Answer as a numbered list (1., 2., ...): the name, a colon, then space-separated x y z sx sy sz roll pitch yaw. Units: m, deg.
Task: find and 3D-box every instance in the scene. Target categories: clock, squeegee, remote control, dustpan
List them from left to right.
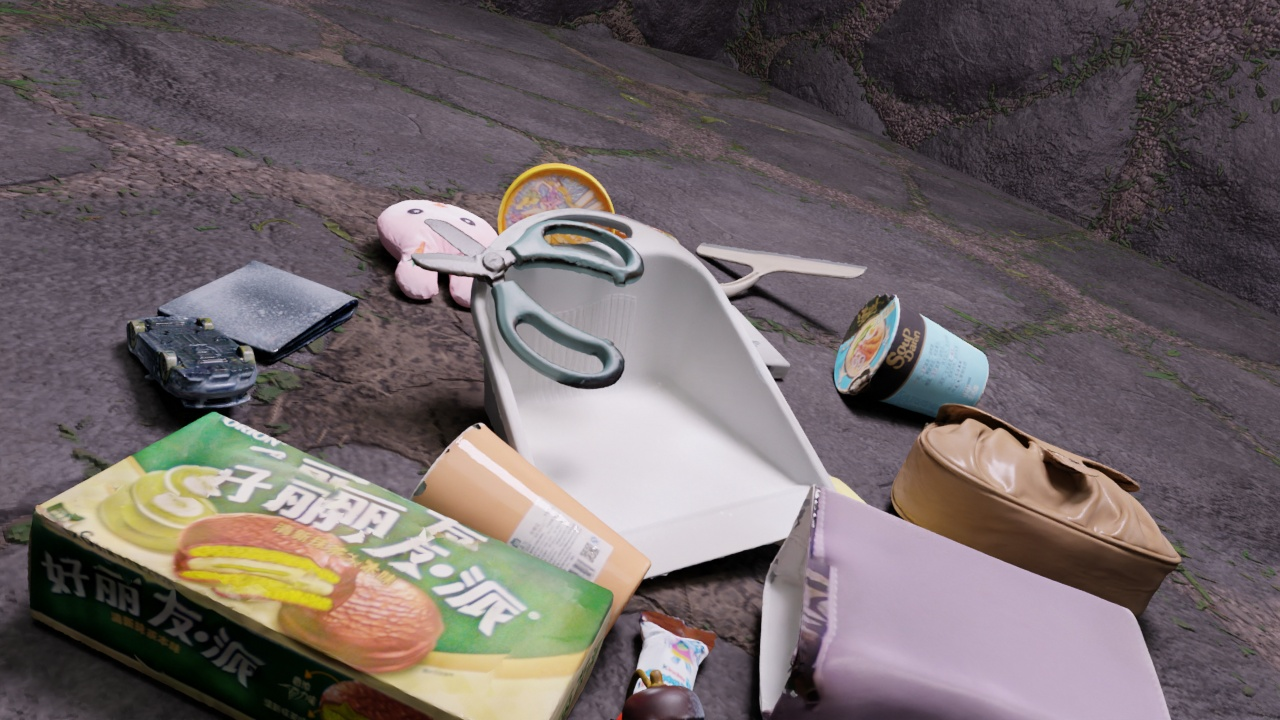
1. dustpan: -0.004 0.004 0.638 0.222 0.143 0.258 -9 32 -30
2. clock: 0.011 0.182 0.370 0.055 0.082 0.121 4 34 -16
3. squeegee: 0.083 -0.086 1.036 0.247 0.039 0.245 15 23 42
4. remote control: 0.097 -0.023 0.937 0.056 0.019 0.135 5 28 -27

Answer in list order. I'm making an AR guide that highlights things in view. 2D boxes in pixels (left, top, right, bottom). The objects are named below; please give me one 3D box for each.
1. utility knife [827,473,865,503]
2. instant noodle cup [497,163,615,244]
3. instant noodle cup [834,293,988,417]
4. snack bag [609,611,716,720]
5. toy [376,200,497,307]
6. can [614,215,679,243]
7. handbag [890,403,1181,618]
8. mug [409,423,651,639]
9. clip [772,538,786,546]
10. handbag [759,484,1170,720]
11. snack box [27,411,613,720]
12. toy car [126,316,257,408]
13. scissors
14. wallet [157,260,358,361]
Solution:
1. utility knife: 0.176 0.122 0.692 0.031 0.019 0.175 9 27 -31
2. instant noodle cup: -0.090 -0.154 0.973 0.118 0.119 0.114 14 18 -11
3. instant noodle cup: 0.273 0.006 0.915 0.120 0.111 0.111 24 23 -11
4. snack bag: 0.012 0.166 0.472 0.045 0.026 0.105 17 22 5
5. toy: -0.188 -0.104 0.871 0.121 0.054 0.159 7 35 -24
6. can: -0.006 -0.119 0.983 0.058 0.058 0.147 8 13 -23
7. handbag: 0.304 0.107 0.713 0.204 0.100 0.147 24 21 3
8. mug: -0.059 0.099 0.499 0.123 0.078 0.078 32 27 9
9. clip: 0.139 0.124 0.646 0.104 0.035 0.089 25 28 32
10. handbag: 0.166 0.168 0.490 0.197 0.099 0.144 21 23 2
11. snack box: -0.142 0.114 0.427 0.240 0.063 0.114 22 24 8
12. toy car: -0.293 -0.001 0.597 0.054 0.037 0.121 -7 25 -42
13. scissors: -0.068 -0.040 0.620 0.174 0.019 0.176 1 58 -27
14. wallet: -0.289 -0.040 0.703 0.097 0.019 0.120 20 26 7
